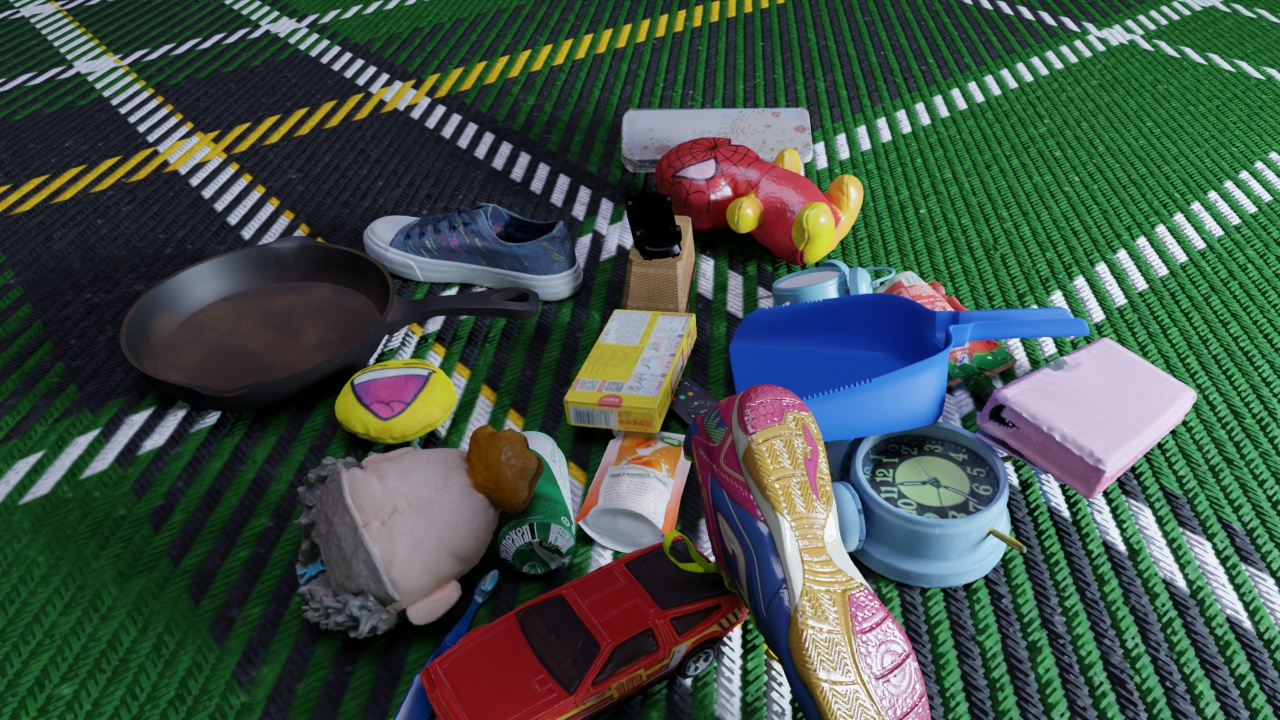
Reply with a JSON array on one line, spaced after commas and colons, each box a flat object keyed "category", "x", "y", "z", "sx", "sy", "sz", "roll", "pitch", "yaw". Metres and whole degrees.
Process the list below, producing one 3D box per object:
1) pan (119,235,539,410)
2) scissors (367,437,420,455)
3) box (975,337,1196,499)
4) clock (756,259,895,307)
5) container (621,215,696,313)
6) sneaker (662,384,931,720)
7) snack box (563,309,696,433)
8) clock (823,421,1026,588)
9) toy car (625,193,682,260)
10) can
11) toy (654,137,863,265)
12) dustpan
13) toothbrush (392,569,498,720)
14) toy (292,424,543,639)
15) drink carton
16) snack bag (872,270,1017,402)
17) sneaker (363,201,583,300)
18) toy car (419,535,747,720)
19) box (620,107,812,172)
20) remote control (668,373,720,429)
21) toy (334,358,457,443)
[{"category": "pan", "x": -0.268, "y": -0.034, "z": 0.821, "sx": 0.356, "sy": 0.043, "sz": 0.248, "roll": -2, "pitch": 37, "yaw": -3}, {"category": "scissors", "x": -0.171, "y": 0.095, "z": 0.675, "sx": 0.134, "sy": 0.015, "sz": 0.103, "roll": 25, "pitch": 45, "yaw": 31}, {"category": "box", "x": 0.334, "y": 0.040, "z": 0.677, "sx": 0.098, "sy": 0.046, "sz": 0.232, "roll": 41, "pitch": 35, "yaw": 27}, {"category": "clock", "x": 0.176, "y": -0.064, "z": 0.845, "sx": 0.123, "sy": 0.042, "sz": 0.087, "roll": -17, "pitch": 16, "yaw": -7}, {"category": "container", "x": 0.019, "y": -0.092, "z": 0.881, "sx": 0.063, "sy": 0.061, "sz": 0.113, "roll": 5, "pitch": 37, "yaw": 7}, {"category": "sneaker", "x": 0.090, "y": 0.137, "z": 0.530, "sx": 0.116, "sy": 0.091, "sz": 0.241, "roll": -2, "pitch": 67, "yaw": -42}, {"category": "snack box", "x": -0.005, "y": 0.004, "z": 0.761, "sx": 0.075, "sy": 0.025, "sz": 0.151, "roll": 4, "pitch": 32, "yaw": 14}, {"category": "clock", "x": 0.179, "y": 0.093, "z": 0.637, "sx": 0.162, "sy": 0.060, "sz": 0.117, "roll": 4, "pitch": 38, "yaw": 11}, {"category": "toy car", "x": 0.012, "y": -0.119, "z": 0.834, "sx": 0.042, "sy": 0.036, "sz": 0.091, "roll": -8, "pitch": 47, "yaw": -6}, {"category": "can", "x": -0.075, "y": 0.098, "z": 0.637, "sx": 0.053, "sy": 0.053, "sz": 0.101, "roll": -5, "pitch": 38, "yaw": -7}, {"category": "toy", "x": 0.112, "y": -0.168, "z": 0.952, "sx": 0.216, "sy": 0.099, "sz": 0.147, "roll": 23, "pitch": 32, "yaw": 26}, {"category": "dustpan", "x": 0.202, "y": -0.004, "z": 0.696, "sx": 0.258, "sy": 0.059, "sz": 0.245, "roll": -2, "pitch": 18, "yaw": 3}, {"category": "toothbrush", "x": -0.118, "y": 0.179, "z": 0.561, "sx": 0.021, "sy": 0.016, "sz": 0.132, "roll": 32, "pitch": 41, "yaw": -4}, {"category": "toy", "x": -0.143, "y": 0.101, "z": 0.594, "sx": 0.176, "sy": 0.076, "sz": 0.132, "roll": -27, "pitch": 70, "yaw": -3}, {"category": "drink carton", "x": 0.000, "y": 0.085, "z": 0.675, "sx": 0.069, "sy": 0.039, "sz": 0.122, "roll": 8, "pitch": 32, "yaw": 10}, {"category": "snack bag", "x": 0.266, "y": -0.018, "z": 0.805, "sx": 0.087, "sy": 0.044, "sz": 0.155, "roll": -16, "pitch": 44, "yaw": -11}, {"category": "sneaker", "x": -0.168, "y": -0.123, "z": 0.910, "sx": 0.236, "sy": 0.079, "sz": 0.087, "roll": 12, "pitch": 39, "yaw": 15}, {"category": "toy car", "x": -0.031, "y": 0.168, "z": 0.544, "sx": 0.189, "sy": 0.056, "sz": 0.081, "roll": -23, "pitch": 41, "yaw": -25}, {"category": "box", "x": 0.086, "y": -0.250, "z": 1.078, "sx": 0.216, "sy": 0.108, "sz": 0.095, "roll": 0, "pitch": 74, "yaw": 1}, {"category": "remote control", "x": 0.039, "y": 0.034, "z": 0.756, "sx": 0.039, "sy": 0.010, "sz": 0.125, "roll": -22, "pitch": 42, "yaw": -26}, {"category": "toy", "x": -0.195, "y": 0.033, "z": 0.734, "sx": 0.095, "sy": 0.041, "sz": 0.094, "roll": -6, "pitch": 35, "yaw": -6}]
